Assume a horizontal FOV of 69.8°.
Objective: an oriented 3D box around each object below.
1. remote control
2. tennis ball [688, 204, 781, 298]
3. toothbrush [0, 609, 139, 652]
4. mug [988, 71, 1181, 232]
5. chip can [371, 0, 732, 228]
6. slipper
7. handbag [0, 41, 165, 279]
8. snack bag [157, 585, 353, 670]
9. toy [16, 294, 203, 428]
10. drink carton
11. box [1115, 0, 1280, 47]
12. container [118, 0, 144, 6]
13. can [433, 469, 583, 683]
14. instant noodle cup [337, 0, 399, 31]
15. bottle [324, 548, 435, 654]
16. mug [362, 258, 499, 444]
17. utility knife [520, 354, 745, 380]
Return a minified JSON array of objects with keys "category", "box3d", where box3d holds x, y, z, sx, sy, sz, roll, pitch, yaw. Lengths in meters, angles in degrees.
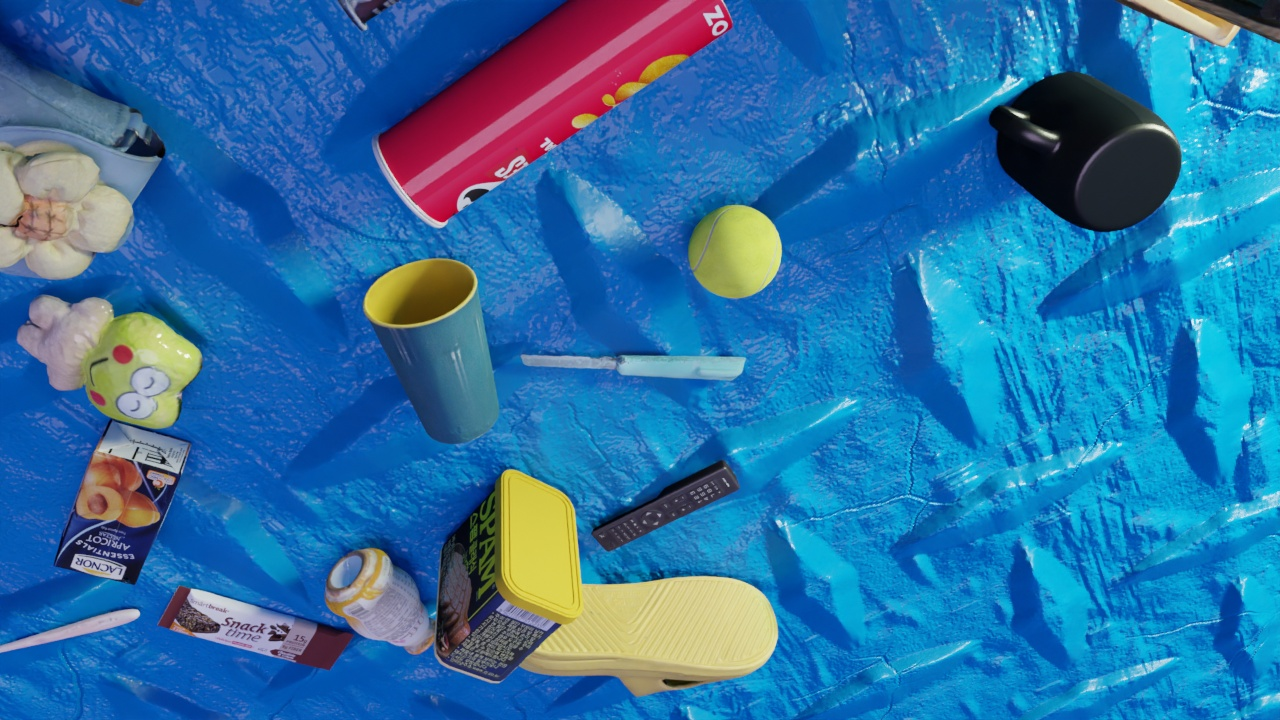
[{"category":"remote control","box3d":[0.021,0.129,0.811,0.136,0.015,0.032,-28,124,12]},{"category":"tennis ball","box3d":[0.066,-0.076,0.646,0.065,0.065,0.065,-5,125,-7]},{"category":"toothbrush","box3d":[-0.521,0.244,0.793,0.181,0.018,0.016,-16,126,0]},{"category":"mug","box3d":[0.289,-0.145,0.621,0.121,0.094,0.085,14,120,-19]},{"category":"chip can","box3d":[-0.054,-0.169,0.559,0.221,0.069,0.069,-31,124,11]},{"category":"slipper","box3d":[0.000,0.259,0.844,0.263,0.099,0.079,6,128,-17]},{"category":"handbag","box3d":[-0.376,-0.124,0.503,0.122,0.118,0.192,-41,127,17]},{"category":"snack bag","box3d":[-0.344,0.243,0.826,0.158,0.013,0.057,26,115,-25]},{"category":"toy","box3d":[-0.367,-0.002,0.634,0.115,0.046,0.092,30,118,-18]},{"category":"drink carton","box3d":[-0.401,0.112,0.709,0.064,0.040,0.130,23,118,-23]},{"category":"box","box3d":[0.259,-0.297,0.375,0.282,0.314,0.280,19,121,-12]},{"category":"container","box3d":[-0.259,-0.272,0.326,0.158,0.250,0.186,-36,159,14]},{"category":"can","box3d":[-0.111,0.176,0.749,0.075,0.135,0.105,30,117,-27]},{"category":"instant noodle cup","box3d":[-0.124,-0.253,0.460,0.112,0.137,0.137,-25,125,-3]},{"category":"bottle","box3d":[-0.221,0.213,0.796,0.063,0.063,0.108,-28,124,9]},{"category":"mug","box3d":[-0.143,-0.002,0.659,0.078,0.078,0.121,-11,131,-3]},{"category":"utility knife","box3d":[-0.004,0.004,0.720,0.179,0.015,0.022,2,123,-14]}]
